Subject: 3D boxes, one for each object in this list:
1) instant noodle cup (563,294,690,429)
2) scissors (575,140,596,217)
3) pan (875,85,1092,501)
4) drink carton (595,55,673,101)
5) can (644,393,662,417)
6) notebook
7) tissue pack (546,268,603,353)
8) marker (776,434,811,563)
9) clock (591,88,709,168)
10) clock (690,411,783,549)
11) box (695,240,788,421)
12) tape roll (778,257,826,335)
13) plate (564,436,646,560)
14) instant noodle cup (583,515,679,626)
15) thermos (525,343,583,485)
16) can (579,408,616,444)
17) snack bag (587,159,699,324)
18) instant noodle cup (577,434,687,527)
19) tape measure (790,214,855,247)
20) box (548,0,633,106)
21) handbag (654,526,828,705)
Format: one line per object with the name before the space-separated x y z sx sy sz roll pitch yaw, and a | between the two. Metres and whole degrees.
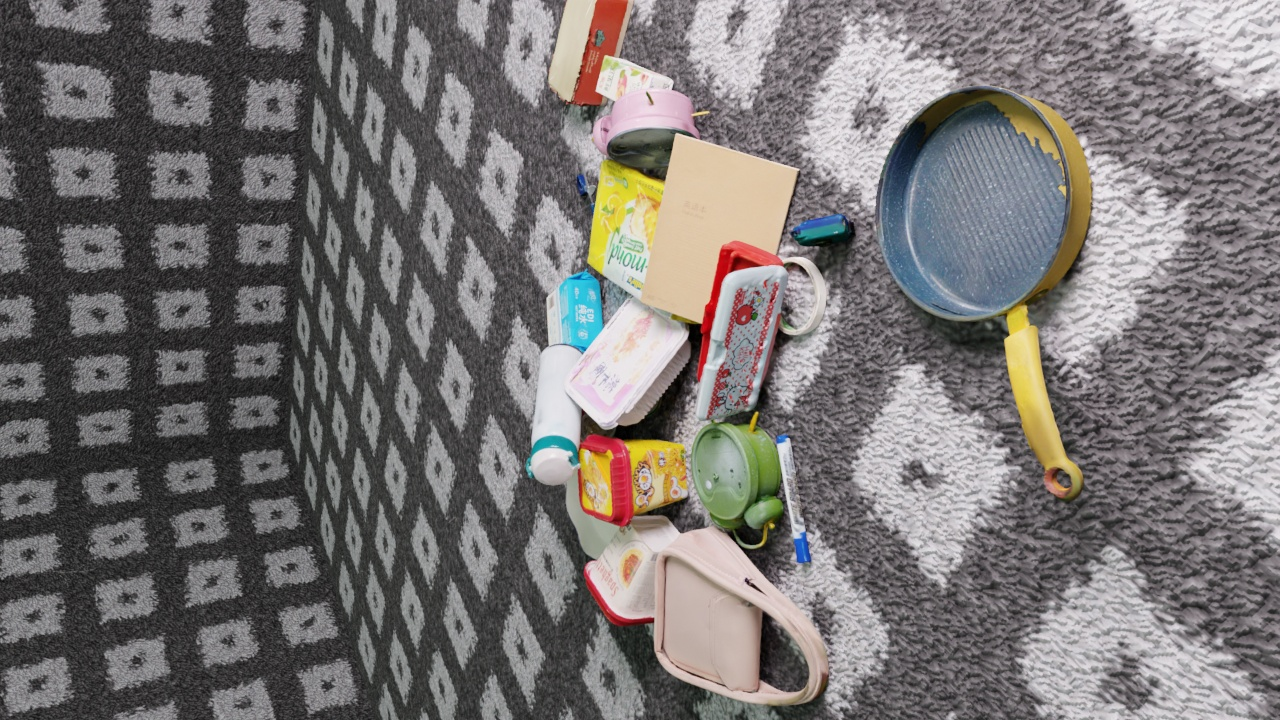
instant noodle cup | -0.007 0.007 1.215 0.173 0.060 0.138 -53 42 3
scissors | -0.074 -0.241 1.333 0.162 0.012 0.174 -119 12 -59
pan | 0.296 -0.060 0.756 0.198 0.078 0.357 -44 58 52
drink carton | -0.008 -0.365 1.225 0.122 0.045 0.054 42 123 47
can | -0.031 0.040 1.318 0.147 0.058 0.058 17 110 56
notebook | 0.086 -0.140 1.066 0.149 0.012 0.212 21 117 17
tissue pack | -0.097 -0.059 1.397 0.090 0.063 0.140 -33 58 57
marker | 0.175 0.157 1.047 0.017 0.016 0.145 -17 80 58
clock | 0.005 -0.285 1.155 0.159 0.117 0.059 -21 67 55
clock | 0.118 0.146 1.099 0.116 0.056 0.161 -16 82 59
box | 0.101 -0.024 1.029 0.095 0.097 0.202 26 129 23
tape roll | 0.172 -0.071 1.016 0.086 0.013 0.086 15 108 56
plate | -0.053 0.205 1.395 0.205 0.045 0.205 16 109 57
instant noodle cup | 0.002 0.286 1.270 0.116 0.116 0.124 48 121 44
thermos | -0.116 0.074 1.260 0.223 0.073 0.073 -90 19 -49
can | -0.083 0.088 1.338 0.094 0.066 0.066 17 109 59
snack bag | 0.018 -0.163 1.197 0.246 0.068 0.158 38 126 48
instant noodle cup | -0.009 0.155 1.239 0.116 0.123 0.116 2 97 58
tape measure | 0.188 -0.131 0.941 0.058 0.054 0.025 -8 85 26
box | -0.080 -0.452 1.297 0.091 0.077 0.169 53 136 39
handbag | 0.123 0.324 1.100 0.234 0.093 0.193 21 122 44
